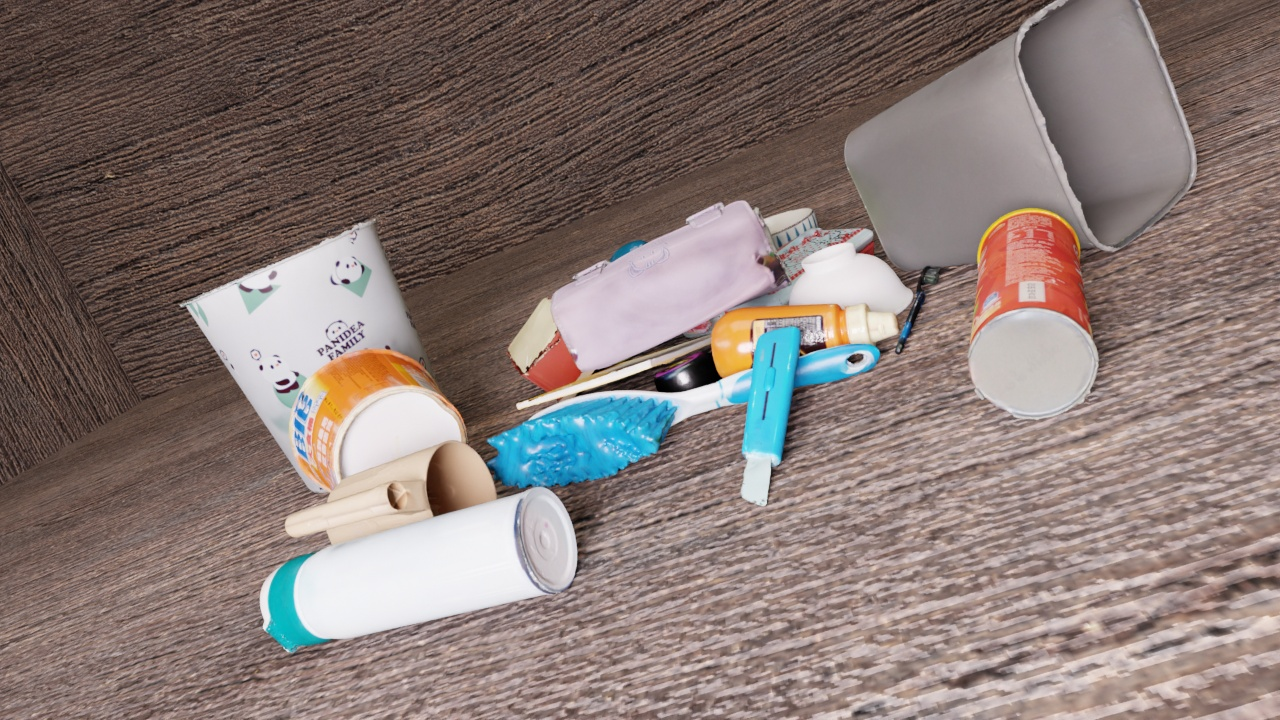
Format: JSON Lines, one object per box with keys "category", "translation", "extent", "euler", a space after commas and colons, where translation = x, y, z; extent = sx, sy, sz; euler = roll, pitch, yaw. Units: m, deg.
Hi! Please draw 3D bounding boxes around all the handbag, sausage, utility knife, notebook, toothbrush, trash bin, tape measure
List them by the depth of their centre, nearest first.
{"category": "utility knife", "translation": [0.090, 0.035, 0.640], "extent": [0.034, 0.018, 0.185], "euler": [-3, 37, 16]}
{"category": "toothbrush", "translation": [0.236, -0.046, 0.779], "extent": [0.016, 0.014, 0.189], "euler": [10, 28, 20]}
{"category": "tape measure", "translation": [0.043, 0.019, 0.792], "extent": [0.057, 0.039, 0.057], "euler": [-22, 5, 44]}
{"category": "trash bin", "translation": [0.326, -0.191, 0.823], "extent": [0.198, 0.198, 0.220], "euler": [-32, 11, -30]}
{"category": "handbag", "translation": [0.029, -0.067, 0.826], "extent": [0.197, 0.098, 0.144], "euler": [-24, 6, 11]}
{"category": "notebook", "translation": [-0.005, 0.005, 0.875], "extent": [0.146, 0.010, 0.205], "euler": [-18, 2, 29]}
{"category": "sausage", "translation": [0.028, -0.040, 0.991], "extent": [0.020, 0.020, 0.156], "euler": [-32, 21, -29]}
{"category": "trash bin", "translation": [-0.353, -0.003, 1.055], "extent": [0.230, 0.252, 0.229], "euler": [-23, 15, 6]}

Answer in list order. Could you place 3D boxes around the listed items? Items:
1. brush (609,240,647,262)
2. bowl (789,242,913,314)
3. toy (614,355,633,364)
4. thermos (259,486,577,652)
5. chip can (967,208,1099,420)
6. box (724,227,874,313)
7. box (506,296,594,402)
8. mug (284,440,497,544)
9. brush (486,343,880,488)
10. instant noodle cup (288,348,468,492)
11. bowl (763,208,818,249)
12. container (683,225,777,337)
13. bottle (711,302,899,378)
{"category": "brush", "translation": [-0.003, -0.086, 1.043], "extent": [0.073, 0.144, 0.055], "euler": [20, 65, 15]}
{"category": "bowl", "translation": [0.181, -0.069, 0.840], "extent": [0.118, 0.065, 0.118], "euler": [-22, 15, 6]}
{"category": "toy", "translation": [-0.032, -0.014, 1.040], "extent": [0.097, 0.031, 0.100], "euler": [-18, 11, 11]}
{"category": "thermos", "translation": [-0.154, 0.140, 0.610], "extent": [0.225, 0.073, 0.073], "euler": [-18, 16, 22]}
{"category": "chip can", "translation": [0.258, -0.040, 0.606], "extent": [0.073, 0.073, 0.216], "euler": [-16, 16, 27]}
{"category": "box", "translation": [0.164, -0.093, 0.954], "extent": [0.087, 0.047, 0.200], "euler": [13, 36, 40]}
{"category": "box", "translation": [-0.099, -0.020, 1.014], "extent": [0.091, 0.077, 0.168], "euler": [-54, 17, 0]}
{"category": "mug", "translation": [-0.185, 0.113, 0.688], "extent": [0.104, 0.084, 0.124], "euler": [-19, -14, 25]}
{"category": "brush", "translation": [0.027, 0.040, 0.728], "extent": [0.315, 0.060, 0.109], "euler": [-12, 15, 28]}
{"category": "instant noodle cup", "translation": [-0.234, 0.071, 0.842], "extent": [0.151, 0.151, 0.111], "euler": [-30, 24, -23]}
{"category": "bowl", "translation": [0.158, -0.128, 1.081], "extent": [0.116, 0.066, 0.116], "euler": [-22, 16, 6]}
{"category": "container", "translation": [0.089, -0.085, 1.001], "extent": [0.090, 0.090, 0.111], "euler": [-9, 24, 45]}
{"category": "bottle", "translation": [0.135, -0.019, 0.752], "extent": [0.150, 0.067, 0.066], "euler": [-9, 19, 23]}
